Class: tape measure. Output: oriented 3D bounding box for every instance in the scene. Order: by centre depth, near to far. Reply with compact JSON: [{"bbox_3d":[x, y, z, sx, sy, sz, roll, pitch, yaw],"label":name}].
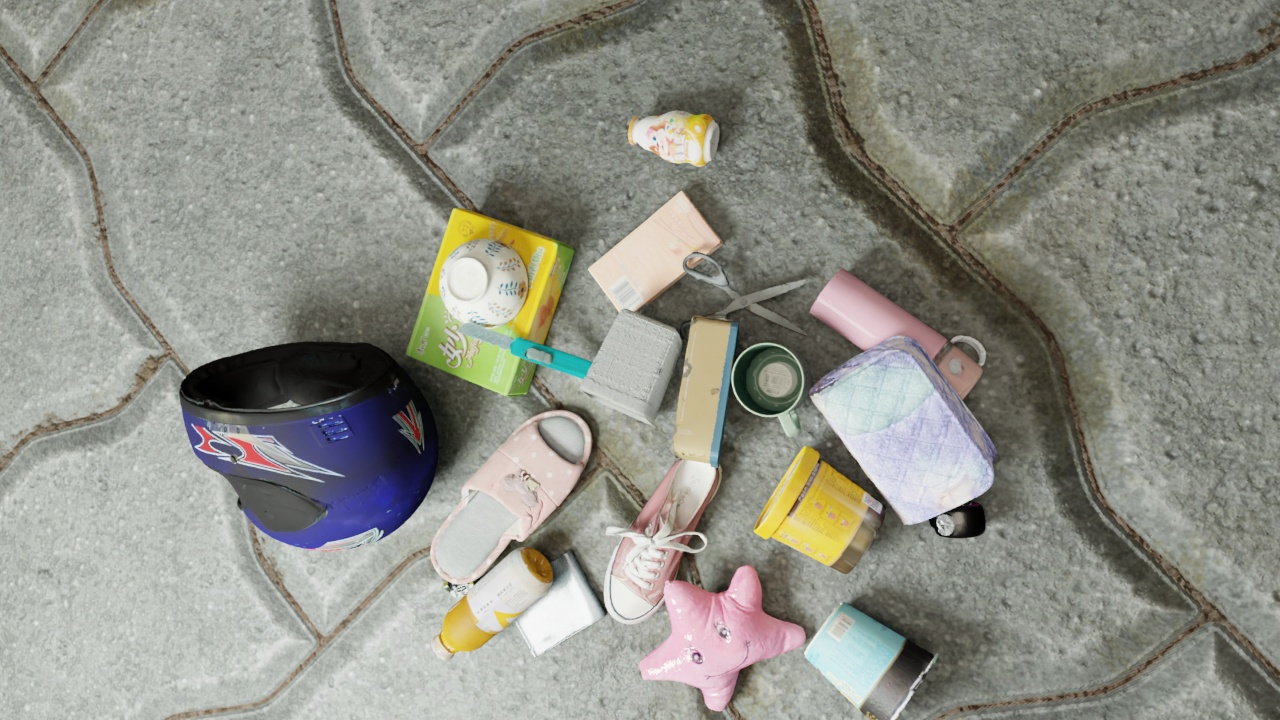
[{"bbox_3d":[0.360,0.178,1.040,0.058,0.057,0.039,-5,89,8],"label":"tape measure"}]

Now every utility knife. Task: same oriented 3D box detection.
[{"bbox_3d":[-0.124,-0.006,1.150,0.216,0.013,0.029,19,89,-17],"label":"utility knife"}]

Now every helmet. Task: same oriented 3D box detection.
[{"bbox_3d":[-0.413,0.119,1.174,0.316,0.246,0.241,3,116,19],"label":"helmet"}]

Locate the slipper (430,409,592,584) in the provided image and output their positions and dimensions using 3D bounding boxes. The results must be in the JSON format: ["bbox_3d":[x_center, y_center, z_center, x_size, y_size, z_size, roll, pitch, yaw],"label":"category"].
[{"bbox_3d":[-0.170,0.174,1.181,0.114,0.054,0.274,43,91,12],"label":"slipper"}]

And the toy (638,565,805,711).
[{"bbox_3d":[0.081,0.331,1.104,0.195,0.074,0.178,-40,101,10],"label":"toy"}]

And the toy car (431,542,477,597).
[{"bbox_3d":[-0.246,0.269,1.225,0.043,0.036,0.091,-22,81,14],"label":"toy car"}]

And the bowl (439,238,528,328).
[{"bbox_3d":[-0.202,-0.096,1.132,0.113,0.062,0.113,0,90,17],"label":"bowl"}]

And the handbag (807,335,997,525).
[{"bbox_3d":[0.294,0.077,1.019,0.134,0.075,0.194,-34,92,30],"label":"handbag"}]

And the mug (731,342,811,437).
[{"bbox_3d":[0.162,0.035,1.073,0.082,0.106,0.111,-24,82,13],"label":"mug"}]

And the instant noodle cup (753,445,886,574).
[{"bbox_3d":[0.210,0.177,1.057,0.114,0.118,0.118,31,97,7],"label":"instant noodle cup"}]

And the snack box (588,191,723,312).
[{"bbox_3d":[0.018,-0.132,1.159,0.157,0.026,0.084,-38,79,12],"label":"snack box"}]

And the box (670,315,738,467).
[{"bbox_3d":[0.077,0.043,1.083,0.060,0.090,0.184,6,81,8],"label":"box"}]

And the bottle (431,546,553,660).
[{"bbox_3d":[-0.195,0.318,1.181,0.190,0.068,0.068,-43,78,15],"label":"bottle"}]

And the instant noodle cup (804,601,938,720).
[{"bbox_3d":[0.257,0.344,1.049,0.120,0.111,0.111,34,98,22],"label":"instant noodle cup"}]

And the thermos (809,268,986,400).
[{"bbox_3d":[0.301,-0.032,1.059,0.198,0.067,0.087,36,74,14],"label":"thermos"}]

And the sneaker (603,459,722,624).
[{"bbox_3d":[0.021,0.219,1.122,0.118,0.087,0.241,31,97,14],"label":"sneaker"}]

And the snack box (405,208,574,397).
[{"bbox_3d":[-0.195,-0.076,1.198,0.158,0.070,0.210,21,95,15],"label":"snack box"}]

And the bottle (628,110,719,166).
[{"bbox_3d":[0.041,-0.278,1.137,0.108,0.063,0.063,12,92,16],"label":"bottle"}]

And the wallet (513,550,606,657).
[{"bbox_3d":[-0.115,0.318,1.198,0.121,0.019,0.097,-34,78,14],"label":"wallet"}]

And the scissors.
[{"bbox_3d":[0.121,-0.069,1.124,0.181,0.014,0.160,39,112,0],"label":"scissors"}]

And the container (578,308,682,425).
[{"bbox_3d":[-0.007,0.007,1.126,0.090,0.090,0.114,23,83,12],"label":"container"}]
